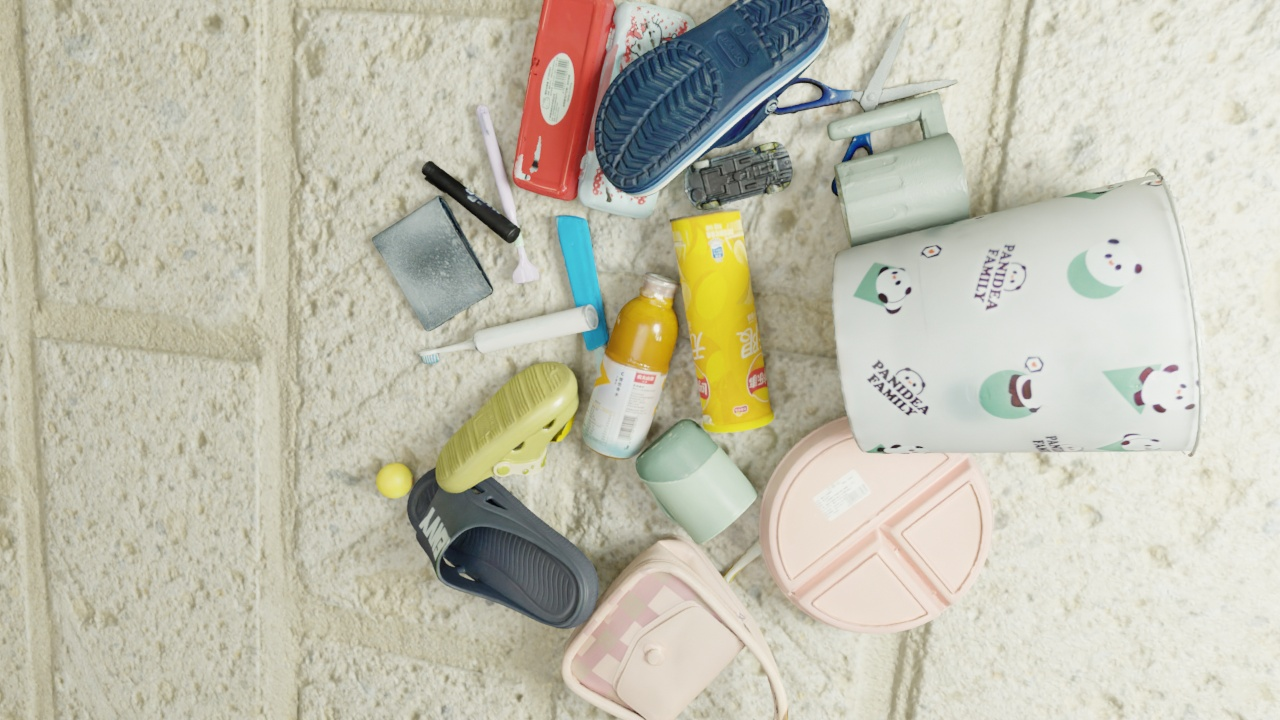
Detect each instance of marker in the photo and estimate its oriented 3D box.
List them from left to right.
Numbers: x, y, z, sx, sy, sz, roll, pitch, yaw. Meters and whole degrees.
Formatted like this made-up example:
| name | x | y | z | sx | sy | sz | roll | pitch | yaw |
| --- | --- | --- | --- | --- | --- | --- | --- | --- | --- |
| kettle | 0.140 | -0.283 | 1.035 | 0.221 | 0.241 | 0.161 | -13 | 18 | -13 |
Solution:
| name | x | y | z | sx | sy | sz | roll | pitch | yaw |
| --- | --- | --- | --- | --- | --- | --- | --- | --- | --- |
| marker | -0.178 | -0.165 | 0.957 | 0.132 | 0.020 | 0.022 | 38 | 127 | 17 |

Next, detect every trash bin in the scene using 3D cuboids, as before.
| name | x | y | z | sx | sy | sz | roll | pitch | yaw |
| --- | --- | --- | --- | --- | --- | --- | --- | --- | --- |
| trash bin | 0.304 | -0.024 | 0.769 | 0.252 | 0.229 | 0.229 | -7 | 99 | 21 |

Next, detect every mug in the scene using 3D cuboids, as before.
| name | x | y | z | sx | sy | sz | roll | pitch | yaw |
| --- | --- | --- | --- | --- | --- | --- | --- | --- | --- |
| mug | 0.047 | 0.126 | 0.941 | 0.106 | 0.082 | 0.112 | 48 | 140 | 1 |
| mug | 0.229 | -0.169 | 0.825 | 0.103 | 0.083 | 0.124 | -13 | 82 | 11 |

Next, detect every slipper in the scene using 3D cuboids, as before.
| name | x | y | z | sx | sy | sz | roll | pitch | yaw |
| --- | --- | --- | --- | --- | --- | --- | --- | --- | --- |
| slipper | -0.165 | 0.196 | 0.974 | 0.268 | 0.083 | 0.111 | 26 | 103 | 29 |
| slipper | -0.134 | 0.080 | 0.982 | 0.191 | 0.091 | 0.081 | -38 | 127 | 11 |
| slipper | 0.064 | -0.250 | 0.855 | 0.253 | 0.095 | 0.105 | -39 | 70 | 2 |

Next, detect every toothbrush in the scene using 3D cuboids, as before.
| name | x | y | z | sx | sy | sz | roll | pitch | yaw |
| --- | --- | --- | --- | --- | --- | --- | --- | --- | --- |
| toothbrush | -0.147 | -0.025 | 0.979 | 0.221 | 0.026 | 0.026 | -11 | 106 | 24 |
| toothbrush | -0.142 | -0.174 | 0.958 | 0.029 | 0.021 | 0.189 | -16 | 96 | -21 |
| toothbrush | 0.093 | 0.238 | 0.979 | 0.018 | 0.016 | 0.192 | 37 | 108 | -6 |

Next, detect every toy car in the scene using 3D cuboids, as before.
| name | x | y | z | sx | sy | sz | roll | pitch | yaw |
| --- | --- | --- | --- | --- | --- | --- | --- | --- | --- |
| toy car | 0.094 | -0.178 | 0.887 | 0.106 | 0.031 | 0.049 | -12 | 97 | 15 |

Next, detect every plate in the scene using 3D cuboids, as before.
| name | x | y | z | sx | sy | sz | roll | pitch | yaw |
| --- | --- | --- | --- | --- | --- | --- | --- | --- | --- |
| plate | 0.231 | 0.164 | 0.895 | 0.229 | 0.028 | 0.229 | 0 | 100 | 3 |

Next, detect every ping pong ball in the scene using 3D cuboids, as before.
| name | x | y | z | sx | sy | sz | roll | pitch | yaw |
| --- | --- | --- | --- | --- | --- | --- | --- | --- | --- |
| ping pong ball | -0.280 | 0.137 | 1.045 | 0.040 | 0.040 | 0.040 | 3 | 101 | 14 |

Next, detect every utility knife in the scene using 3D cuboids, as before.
| name | x | y | z | sx | sy | sz | roll | pitch | yaw |
| --- | --- | --- | --- | --- | --- | --- | --- | --- | --- |
| utility knife | -0.054 | -0.059 | 0.958 | 0.034 | 0.018 | 0.191 | -7 | 101 | 23 |

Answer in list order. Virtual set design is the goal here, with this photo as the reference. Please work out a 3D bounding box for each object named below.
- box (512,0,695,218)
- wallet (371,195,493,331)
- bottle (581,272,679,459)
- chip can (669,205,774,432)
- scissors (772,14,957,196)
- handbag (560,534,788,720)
| name | x | y | z | sx | sy | sz | roll | pitch | yaw |
| --- | --- | --- | --- | --- | --- | --- | --- | --- | --- |
| box | -0.040 | -0.251 | 0.900 | 0.161 | 0.060 | 0.201 | 15 | 105 | 8 |
| wallet | -0.225 | -0.103 | 0.996 | 0.097 | 0.019 | 0.121 | -28 | 94 | 20 |
| bottle | -0.006 | 0.005 | 0.931 | 0.068 | 0.068 | 0.190 | 20 | 105 | 10 |
| chip can | 0.081 | -0.039 | 0.898 | 0.072 | 0.072 | 0.213 | -7 | 98 | 16 |
| scissors | 0.202 | -0.237 | 0.855 | 0.162 | 0.012 | 0.176 | 15 | 106 | 13 |
| handbag | 0.050 | 0.320 | 0.955 | 0.234 | 0.093 | 0.194 | 42 | 109 | 10 |
